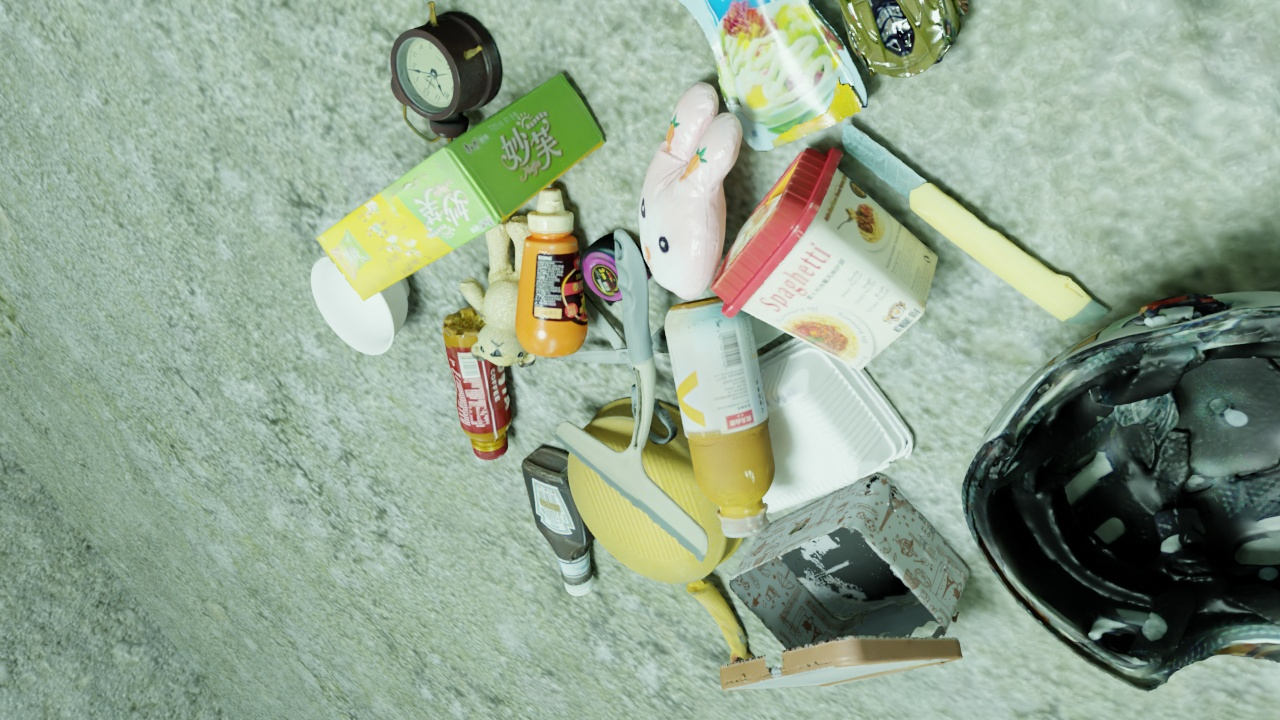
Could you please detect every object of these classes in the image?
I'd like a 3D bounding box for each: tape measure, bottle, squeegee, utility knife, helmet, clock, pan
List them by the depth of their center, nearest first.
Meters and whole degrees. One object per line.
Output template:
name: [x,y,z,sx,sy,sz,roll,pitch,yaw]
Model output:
helmet: [0.341,0.058,0.547,0.275,0.156,0.230,-34,96,36]
utility knife: [0.221,-0.091,0.625,0.216,0.022,0.031,35,135,2]
bottle: [0.067,0.044,0.725,0.068,0.067,0.189,-6,98,40]
clock: [-0.171,-0.240,0.786,0.082,0.055,0.122,42,134,3]
squeegee: [-0.005,0.005,0.787,0.246,0.039,0.247,31,129,50]
tape measure: [-0.022,-0.082,0.802,0.057,0.039,0.058,50,141,-6]
bottle: [-0.080,-0.080,0.826,0.067,0.066,0.150,12,111,30]
pan: [0.047,0.199,0.955,0.198,0.078,0.357,-5,111,40]
bottle: [-0.171,0.030,0.984,0.057,0.057,0.175,18,130,26]
bottle: [-0.084,0.189,1.047,0.080,0.043,0.195,16,130,33]

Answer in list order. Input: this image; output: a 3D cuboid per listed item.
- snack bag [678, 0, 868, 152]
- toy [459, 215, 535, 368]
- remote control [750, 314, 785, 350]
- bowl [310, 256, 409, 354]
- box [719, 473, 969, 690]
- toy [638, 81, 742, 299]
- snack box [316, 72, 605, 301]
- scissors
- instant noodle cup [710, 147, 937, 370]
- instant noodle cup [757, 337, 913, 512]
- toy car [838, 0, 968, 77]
snack bag: [0.075,-0.240,0.615,0.110,0.038,0.191,-7,116,53]
toy: [-0.126,-0.065,0.875,0.105,0.066,0.157,9,117,3]
remote control: [0.083,-0.028,0.760,0.125,0.024,0.049,-35,98,33]
bowl: [-0.290,-0.072,0.994,0.118,0.064,0.118,21,131,25]
box: [0.163,0.229,0.793,0.152,0.173,0.183,48,136,-1]
toy: [0.035,-0.125,0.693,0.121,0.054,0.160,-116,31,-45]
snack box: [-0.152,-0.143,0.770,0.211,0.157,0.070,-19,112,44]
scissors: [-0.010,-0.006,0.845,0.160,0.014,0.179,-38,80,30]
instant noodle cup: [0.133,-0.067,0.652,0.124,0.116,0.117,34,137,-5]
instant noodle cup: [0.126,0.066,0.785,0.138,0.060,0.174,51,138,-6]
toy car: [0.142,-0.249,0.554,0.070,0.042,0.158,-13,109,42]
